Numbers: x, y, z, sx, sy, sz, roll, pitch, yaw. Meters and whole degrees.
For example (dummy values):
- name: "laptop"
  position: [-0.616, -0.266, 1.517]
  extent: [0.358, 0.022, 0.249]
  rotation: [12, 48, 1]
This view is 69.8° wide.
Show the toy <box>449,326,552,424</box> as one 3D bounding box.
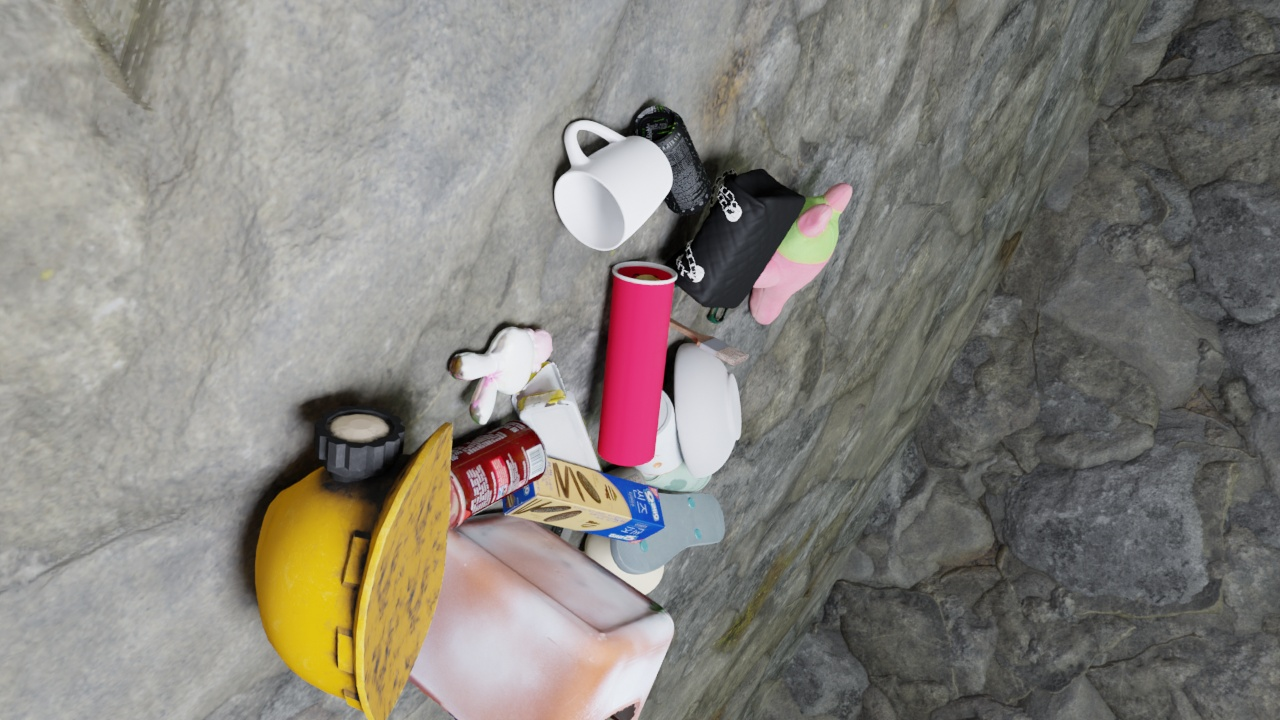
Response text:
- name: "toy"
  position: [-0.130, 0.005, 0.886]
  extent: [0.122, 0.038, 0.079]
  rotation: [-34, 132, -39]

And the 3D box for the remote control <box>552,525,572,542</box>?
- name: "remote control"
  position: [-0.113, 0.253, 1.198]
  extent: [0.033, 0.013, 0.137]
  rotation: [-14, 131, -53]

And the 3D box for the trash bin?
- name: "trash bin"
  position: [-0.113, 0.283, 0.957]
  extent: [0.181, 0.260, 0.157]
  rotation: [8, 109, -61]

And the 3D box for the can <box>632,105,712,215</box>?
- name: "can"
  position: [0.034, -0.200, 0.932]
  extent: [0.054, 0.054, 0.138]
  rotation: [-55, 153, -8]

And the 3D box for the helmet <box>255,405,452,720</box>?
- name: "helmet"
  position: [-0.242, 0.162, 0.749]
  extent: [0.204, 0.131, 0.256]
  rotation: [-75, 177, -66]

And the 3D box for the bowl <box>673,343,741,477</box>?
- name: "bowl"
  position: [0.093, 0.062, 1.194]
  extent: [0.176, 0.066, 0.176]
  rotation: [-5, 89, -77]

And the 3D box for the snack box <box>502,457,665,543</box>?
- name: "snack box"
  position: [-0.061, 0.160, 1.047]
  extent: [0.206, 0.056, 0.057]
  rotation: [22, 133, -42]

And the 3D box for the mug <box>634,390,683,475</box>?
- name: "mug"
  position: [0.012, 0.089, 1.166]
  extent: [0.082, 0.082, 0.105]
  rotation: [-51, 151, -15]

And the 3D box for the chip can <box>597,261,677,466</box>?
- name: "chip can"
  position: [-0.006, 0.006, 1.019]
  extent: [0.069, 0.069, 0.221]
  rotation: [-23, 126, -49]

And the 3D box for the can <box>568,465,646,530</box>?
- name: "can"
  position: [-0.051, 0.175, 1.179]
  extent: [0.135, 0.054, 0.054]
  rotation: [-15, 130, -55]

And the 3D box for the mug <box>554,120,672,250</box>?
- name: "mug"
  position: [-0.029, -0.173, 0.846]
  extent: [0.087, 0.081, 0.114]
  rotation: [-46, 120, -36]

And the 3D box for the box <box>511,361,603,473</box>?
- name: "box"
  position: [-0.091, 0.086, 1.028]
  extent: [0.067, 0.070, 0.210]
  rotation: [-30, 146, -11]

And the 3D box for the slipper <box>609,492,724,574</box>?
- name: "slipper"
  position: [0.027, 0.221, 1.227]
  extent: [0.268, 0.055, 0.098]
  rotation: [-3, 78, -56]

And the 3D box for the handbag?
- name: "handbag"
  position: [0.089, -0.144, 1.017]
  extent: [0.154, 0.115, 0.124]
  rotation: [-55, 164, 24]

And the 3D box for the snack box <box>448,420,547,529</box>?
- name: "snack box"
  position: [-0.158, 0.111, 0.911]
  extent: [0.121, 0.072, 0.072]
  rotation: [-25, 138, -49]

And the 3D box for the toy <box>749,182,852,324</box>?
- name: "toy"
  position: [0.204, -0.140, 1.256]
  extent: [0.191, 0.097, 0.237]
  rotation: [-37, 160, -42]

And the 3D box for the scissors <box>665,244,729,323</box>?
- name: "scissors"
  position: [0.086, -0.110, 1.161]
  extent: [0.202, 0.015, 0.202]
  rotation: [-31, 142, -41]

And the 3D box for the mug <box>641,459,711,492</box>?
- name: "mug"
  position: [0.029, 0.149, 1.273]
  extent: [0.111, 0.084, 0.104]
  rotation: [-39, 153, 26]

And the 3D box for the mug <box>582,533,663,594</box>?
- name: "mug"
  position: [-0.038, 0.269, 1.266]
  extent: [0.120, 0.096, 0.100]
  rotation: [-18, 140, 11]

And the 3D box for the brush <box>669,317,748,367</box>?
- name: "brush"
  position: [0.053, -0.032, 1.040]
  extent: [0.045, 0.143, 0.008]
  rotation: [-22, 138, -62]
